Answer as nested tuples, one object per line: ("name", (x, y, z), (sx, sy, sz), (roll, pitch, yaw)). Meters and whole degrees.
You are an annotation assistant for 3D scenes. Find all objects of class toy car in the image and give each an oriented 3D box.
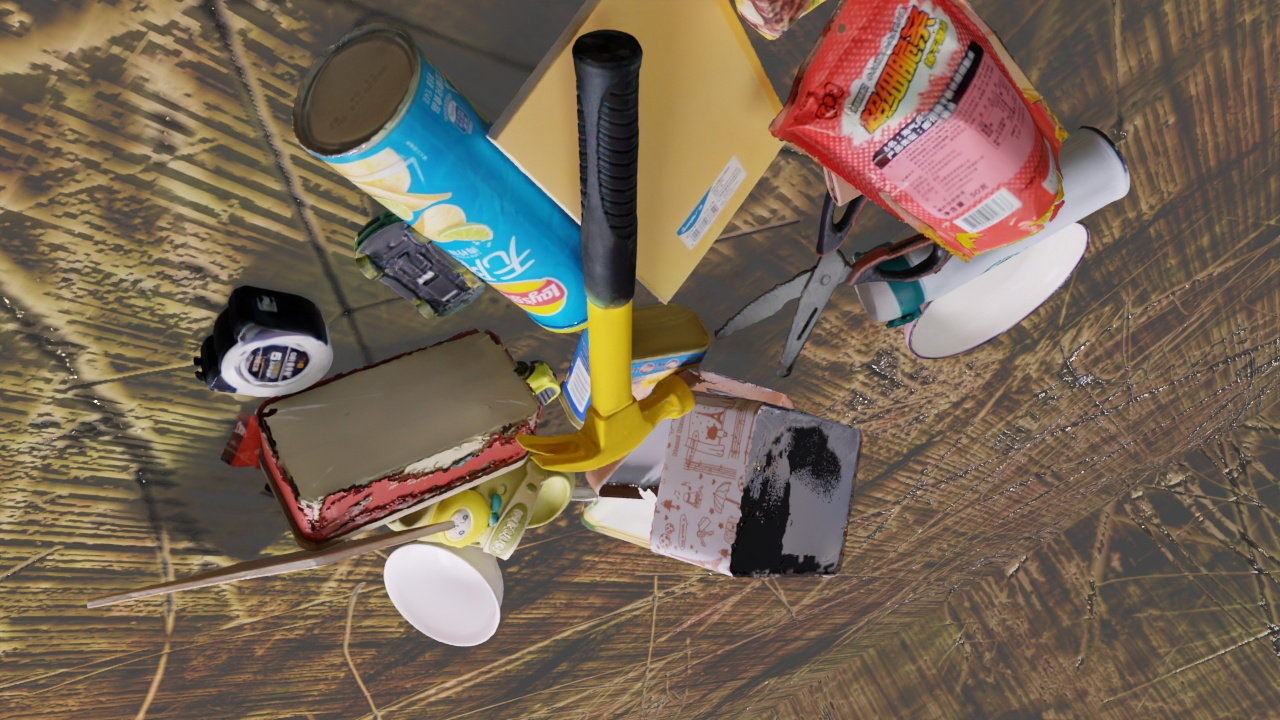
("toy car", (-0.128, -0.057, 0.533), (0.043, 0.036, 0.091), (-31, 152, 9))
("toy car", (-0.111, 0.036, 0.700), (0.105, 0.032, 0.048), (-24, 151, -3))

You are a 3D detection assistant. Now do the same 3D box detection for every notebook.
("notebook", (-0.259, 0.144, 0.655), (0.208, 0.008, 0.147), (-14, 174, 22))
("notebook", (0.015, -0.127, 0.514), (0.146, 0.010, 0.206), (-54, 148, 0))

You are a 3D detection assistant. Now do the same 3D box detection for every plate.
("plate", (0.332, -0.076, 0.876), (0.192, 0.039, 0.193), (-20, 150, -13))

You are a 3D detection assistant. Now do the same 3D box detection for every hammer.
("hammer", (-0.018, -0.039, 0.519), (0.128, 0.033, 0.301), (-30, 145, -26))

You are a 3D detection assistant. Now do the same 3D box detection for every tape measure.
("tape measure", (-0.217, -0.009, 0.540), (0.066, 0.033, 0.066), (13, 133, -46))

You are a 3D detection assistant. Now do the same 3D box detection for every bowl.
("bowl", (-0.172, 0.200, 0.859), (0.119, 0.118, 0.064), (-50, -177, 34))

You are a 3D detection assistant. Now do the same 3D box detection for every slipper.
("slipper", (-0.117, 0.116, 0.757), (0.190, 0.081, 0.092), (10, 112, -48))

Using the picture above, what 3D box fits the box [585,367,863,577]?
("box", (0.062, 0.086, 0.751), (0.166, 0.150, 0.181), (5, 173, 40))

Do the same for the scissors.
("scissors", (0.152, -0.079, 0.689), (0.225, 0.015, 0.189), (-22, 130, -4))

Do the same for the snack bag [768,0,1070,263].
("snack bag", (0.183, -0.147, 0.571), (0.207, 0.073, 0.129), (26, 108, -33))

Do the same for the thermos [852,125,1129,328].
("thermos", (0.282, -0.105, 0.757), (0.224, 0.073, 0.073), (-30, 150, 4))

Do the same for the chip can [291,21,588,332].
("chip can", (-0.084, -0.085, 0.491), (0.071, 0.071, 0.210), (-33, 150, 10))

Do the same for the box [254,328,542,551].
("box", (-0.153, 0.045, 0.597), (0.168, 0.091, 0.078), (-22, 153, -30))

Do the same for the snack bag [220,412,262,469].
("snack bag", (-0.233, 0.059, 0.639), (0.104, 0.026, 0.048), (8, 126, -47))

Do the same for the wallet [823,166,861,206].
("wallet", (0.160, -0.167, 0.596), (0.101, 0.020, 0.115), (-29, 137, 0))

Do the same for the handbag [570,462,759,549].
("handbag", (0.008, 0.107, 0.894), (0.178, 0.063, 0.164), (22, 126, -35))

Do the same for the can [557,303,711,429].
("can", (-0.004, 0.004, 0.712), (0.102, 0.057, 0.083), (-9, 143, -30))

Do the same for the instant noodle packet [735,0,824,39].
("instant noodle packet", (0.098, -0.226, 0.448), (0.128, 0.044, 0.111), (-32, 154, 8))

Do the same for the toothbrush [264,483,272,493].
("toothbrush", (-0.210, 0.101, 0.739), (0.189, 0.014, 0.016), (6, 153, -44))
